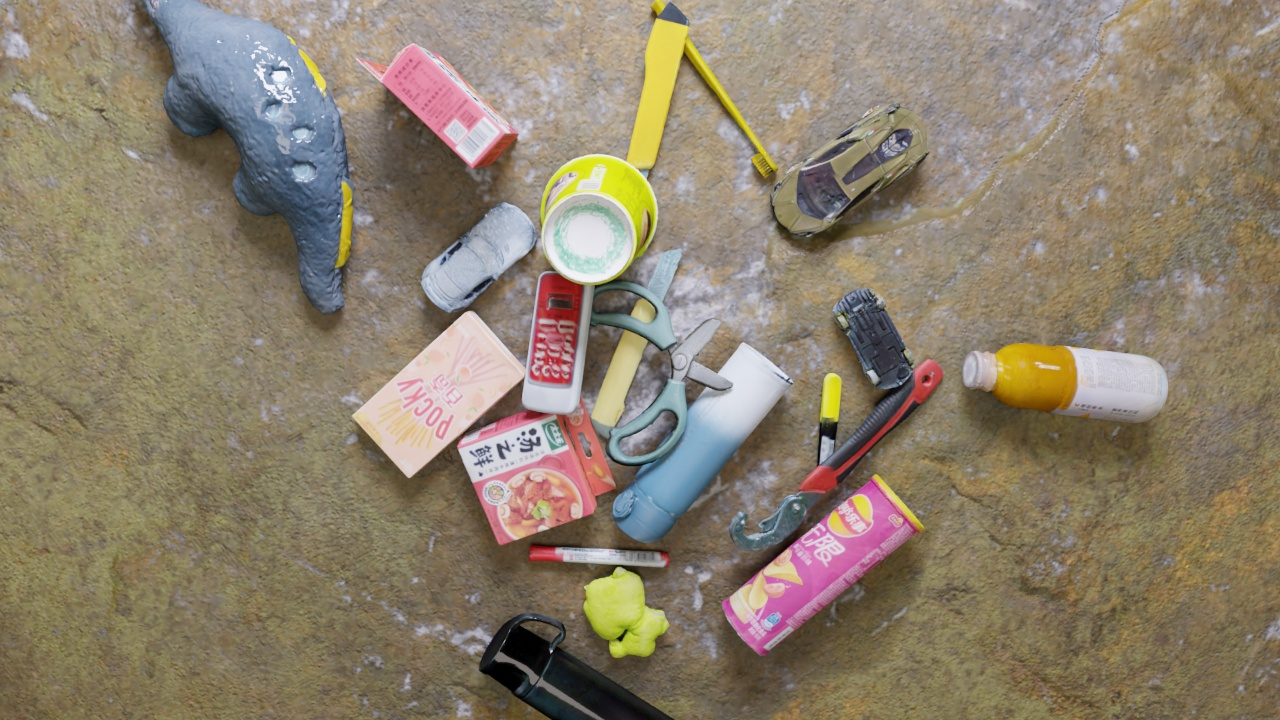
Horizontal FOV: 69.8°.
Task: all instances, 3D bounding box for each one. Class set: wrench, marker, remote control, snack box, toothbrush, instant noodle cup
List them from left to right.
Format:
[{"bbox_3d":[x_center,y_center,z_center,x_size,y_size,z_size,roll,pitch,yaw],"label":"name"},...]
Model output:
[{"bbox_3d":[-0.195,0.033,0.896,0.157,0.026,0.084,-41,94,6],"label":"snack box"},{"bbox_3d":[-0.170,-0.227,0.794,0.127,0.113,0.044,43,99,-11],"label":"snack box"},{"bbox_3d":[-0.101,0.108,0.912,0.127,0.044,0.113,-20,103,2],"label":"snack box"},{"bbox_3d":[-0.079,-0.017,0.873,0.056,0.020,0.136,7,87,14],"label":"remote control"},{"bbox_3d":[-0.041,-0.119,0.814,0.112,0.123,0.112,1,110,2],"label":"instant noodle cup"},{"bbox_3d":[-0.043,0.203,0.952,0.145,0.017,0.017,4,103,-4],"label":"marker"},{"bbox_3d":[0.068,-0.250,0.850,0.017,0.015,0.190,-35,103,12],"label":"toothbrush"},{"bbox_3d":[0.190,0.073,0.934,0.018,0.015,0.124,-1,107,-10],"label":"marker"},{"bbox_3d":[0.201,0.099,0.928,0.273,0.016,0.056,-41,114,1],"label":"wrench"}]

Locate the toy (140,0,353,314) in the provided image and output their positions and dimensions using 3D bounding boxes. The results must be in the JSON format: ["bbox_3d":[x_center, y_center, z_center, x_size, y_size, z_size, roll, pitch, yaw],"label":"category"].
[{"bbox_3d":[-0.335,-0.214,0.810,0.138,0.091,0.356,-22,104,31],"label":"toy"}]

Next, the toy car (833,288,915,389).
[{"bbox_3d":[0.229,-0.021,0.903,0.049,0.031,0.105,-30,102,5],"label":"toy car"}]

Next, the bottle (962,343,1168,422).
[{"bbox_3d":[0.415,0.019,0.902,0.189,0.068,0.068,7,103,-4],"label":"bottle"}]

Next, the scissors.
[{"bbox_3d":[-0.005,0.006,0.881,0.170,0.019,0.171,39,100,10],"label":"scissors"}]

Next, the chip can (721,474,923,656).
[{"bbox_3d":[0.183,0.209,0.937,0.211,0.071,0.071,-41,102,7],"label":"chip can"}]

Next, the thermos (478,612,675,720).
[{"bbox_3d":[-0.046,0.354,0.960,0.242,0.068,0.090,36,104,-10],"label":"thermos"}]

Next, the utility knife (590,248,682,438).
[{"bbox_3d":[-0.005,-0.016,0.900,0.031,0.021,0.205,20,108,-11],"label":"utility knife"}]

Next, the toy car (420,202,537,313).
[{"bbox_3d":[-0.152,-0.097,0.867,0.120,0.036,0.054,-41,101,4],"label":"toy car"}]

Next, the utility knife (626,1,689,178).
[{"bbox_3d":[0.006,-0.219,0.851,0.033,0.015,0.216,15,109,1],"label":"utility knife"}]

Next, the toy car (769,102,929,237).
[{"bbox_3d":[0.196,-0.176,0.862,0.158,0.042,0.070,-36,102,9],"label":"toy car"}]

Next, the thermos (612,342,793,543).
[{"bbox_3d":[0.057,0.085,0.903,0.070,0.070,0.220,37,99,-10],"label":"thermos"}]

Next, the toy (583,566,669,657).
[{"bbox_3d":[-0.019,0.267,0.962,0.100,0.031,0.097,27,103,-9],"label":"toy"}]
